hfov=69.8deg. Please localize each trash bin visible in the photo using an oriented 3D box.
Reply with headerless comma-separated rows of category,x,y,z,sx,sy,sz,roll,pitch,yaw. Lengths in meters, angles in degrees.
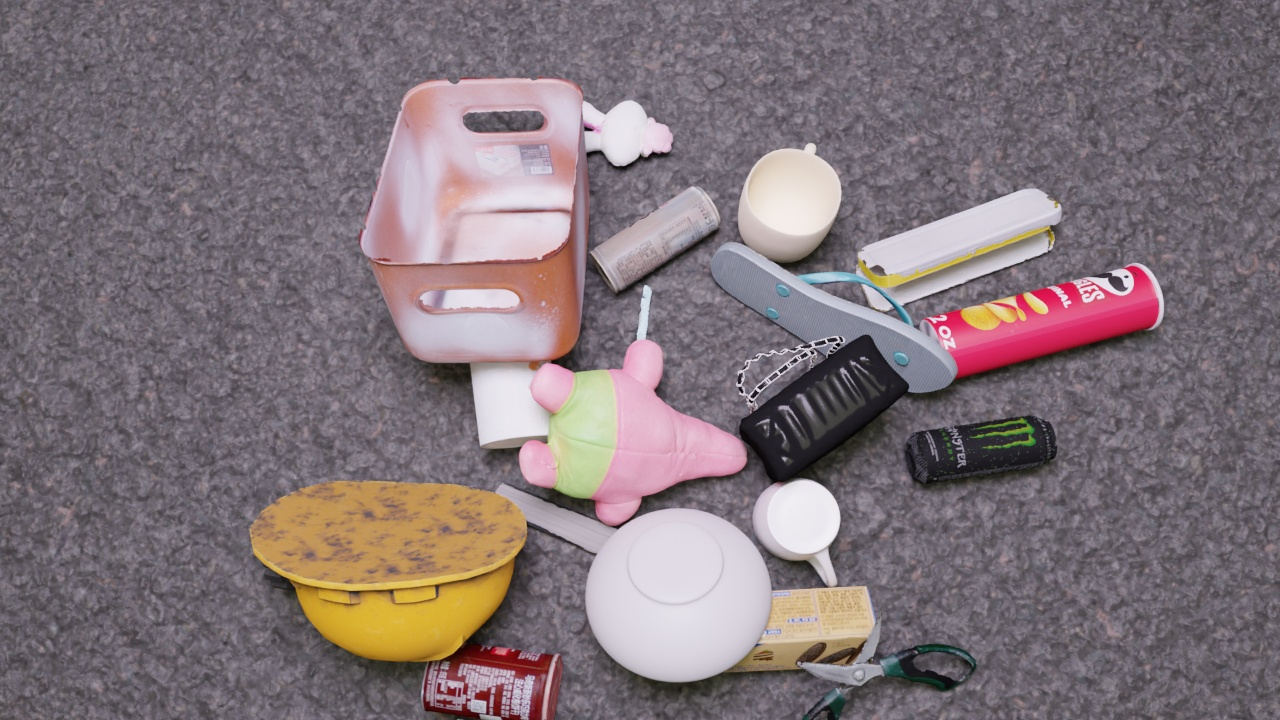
trash bin,-0.143,-0.132,0.885,0.181,0.158,0.259,-1,50,2

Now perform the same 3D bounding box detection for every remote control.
remote control,-0.088,0.162,0.937,0.136,0.013,0.033,21,81,5

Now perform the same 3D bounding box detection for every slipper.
slipper,0.196,-0.049,0.936,0.269,0.098,0.054,28,59,16

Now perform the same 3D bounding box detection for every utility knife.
utility knife,-0.006,0.006,0.963,0.022,0.015,0.176,6,79,-4

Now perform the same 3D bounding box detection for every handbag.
handbag,0.159,0.037,0.892,0.153,0.125,0.114,-38,80,-6

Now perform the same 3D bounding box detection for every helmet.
helmet,-0.229,0.209,0.862,0.256,0.204,0.131,6,107,19

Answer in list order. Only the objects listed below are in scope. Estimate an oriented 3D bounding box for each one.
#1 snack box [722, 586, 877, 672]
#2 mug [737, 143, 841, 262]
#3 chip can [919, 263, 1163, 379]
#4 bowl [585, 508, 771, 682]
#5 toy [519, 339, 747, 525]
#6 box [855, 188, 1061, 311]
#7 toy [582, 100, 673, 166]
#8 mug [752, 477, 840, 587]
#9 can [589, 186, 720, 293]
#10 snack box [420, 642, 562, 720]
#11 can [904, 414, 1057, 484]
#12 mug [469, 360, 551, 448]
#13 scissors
snack box,0.117,0.260,0.878,0.207,0.057,0.056,-4,45,2
mug,0.153,-0.162,0.947,0.096,0.100,0.120,22,75,5
chip can,0.399,-0.037,0.924,0.220,0.069,0.069,-15,78,0
bowl,0.034,0.203,0.854,0.176,0.066,0.176,-3,45,3
toy,-0.003,0.076,0.899,0.236,0.097,0.192,10,98,-21
box,0.330,-0.119,0.957,0.210,0.070,0.067,-21,58,-2
toy,-0.025,-0.248,1.005,0.123,0.038,0.079,10,67,5
mug,0.160,0.167,0.885,0.081,0.088,0.114,-28,79,-3
can,0.016,-0.128,0.969,0.135,0.054,0.054,-33,79,-4
snack box,-0.141,0.310,0.881,0.121,0.072,0.072,6,79,5
can,0.335,0.088,0.910,0.138,0.054,0.054,-9,78,1
mug,-0.128,0.031,0.930,0.082,0.082,0.105,-9,79,1
scissors,0.214,0.324,0.863,0.201,0.015,0.204,15,108,-23
